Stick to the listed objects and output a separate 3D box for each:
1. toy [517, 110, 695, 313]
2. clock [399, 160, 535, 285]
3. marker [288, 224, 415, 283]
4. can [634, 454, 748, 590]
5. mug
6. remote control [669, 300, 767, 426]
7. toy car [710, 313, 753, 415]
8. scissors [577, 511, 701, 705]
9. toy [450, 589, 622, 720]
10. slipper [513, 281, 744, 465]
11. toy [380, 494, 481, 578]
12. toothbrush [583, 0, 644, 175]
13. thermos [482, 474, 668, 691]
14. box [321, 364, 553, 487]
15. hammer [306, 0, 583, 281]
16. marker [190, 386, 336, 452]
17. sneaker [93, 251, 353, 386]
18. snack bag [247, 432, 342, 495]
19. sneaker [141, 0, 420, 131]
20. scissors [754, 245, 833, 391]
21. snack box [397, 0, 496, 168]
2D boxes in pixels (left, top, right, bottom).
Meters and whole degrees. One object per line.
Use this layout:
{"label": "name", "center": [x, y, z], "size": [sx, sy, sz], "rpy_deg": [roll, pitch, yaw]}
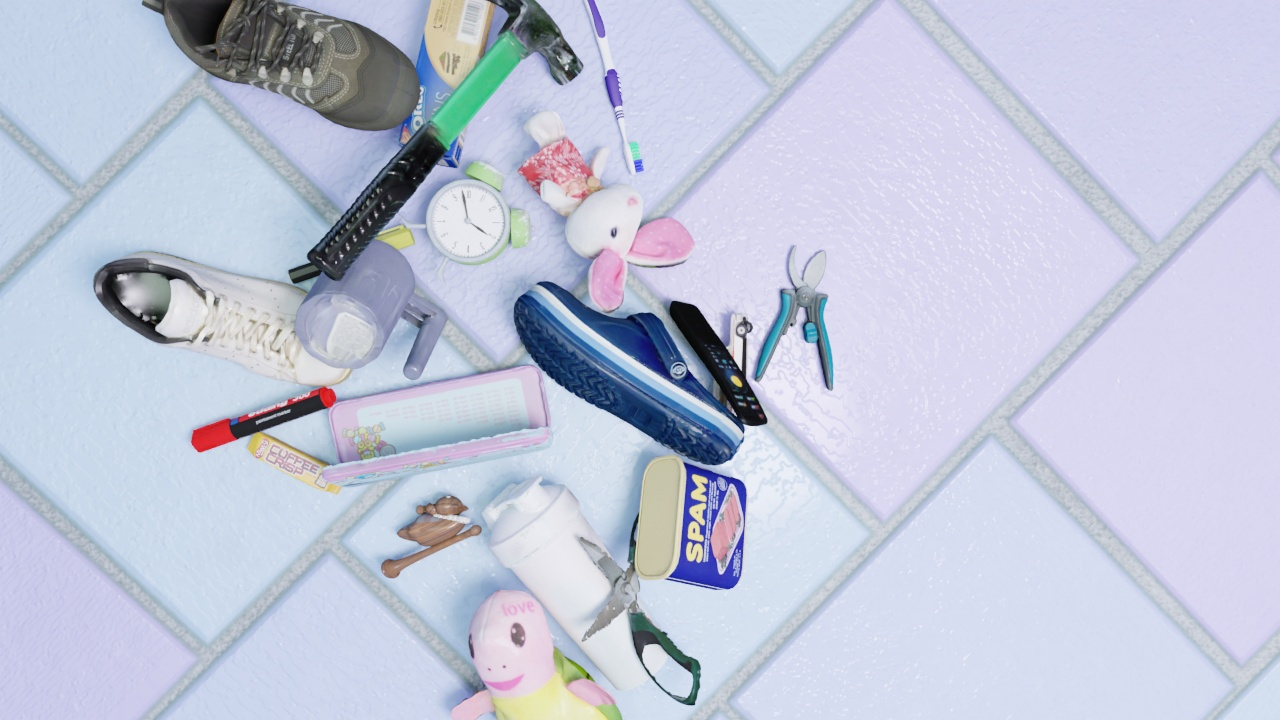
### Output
{"label": "toy", "center": [-0.044, -0.148, 0.871], "size": [0.158, 0.084, 0.194], "rpy_deg": [-34, 88, -43]}
{"label": "clock", "center": [-0.159, -0.137, 0.886], "size": [0.119, 0.042, 0.094], "rpy_deg": [-31, 95, -2]}
{"label": "marker", "center": [-0.281, -0.103, 0.891], "size": [0.124, 0.017, 0.021], "rpy_deg": [-19, 93, -1]}
{"label": "can", "center": [0.051, 0.158, 0.877], "size": [0.092, 0.057, 0.116], "rpy_deg": [21, 66, -35]}
{"label": "mug", "center": [-0.244, -0.042, 0.845], "size": [0.124, 0.103, 0.084], "rpy_deg": [34, 118, -18]}
{"label": "remote control", "center": [0.072, 0.002, 0.876], "size": [0.020, 0.041, 0.151], "rpy_deg": [-49, 55, 27]}
{"label": "toy car", "center": [0.090, 0.009, 0.914], "size": [0.039, 0.039, 0.113], "rpy_deg": [2, 92, 17]}
{"label": "scissors", "center": [0.021, 0.216, 0.884], "size": [0.202, 0.015, 0.201], "rpy_deg": [52, 53, -17]}
{"label": "toy", "center": [-0.091, 0.324, 0.875], "size": [0.191, 0.087, 0.238], "rpy_deg": [-19, 112, 32]}
{"label": "slipper", "center": [-0.005, 0.005, 0.880], "size": [0.253, 0.105, 0.095], "rpy_deg": [35, 70, -3]}
{"label": "toy", "center": [-0.208, 0.168, 0.897], "size": [0.102, 0.041, 0.054], "rpy_deg": [-25, 80, 4]}
{"label": "toothbrush", "center": [-0.027, -0.274, 0.902], "size": [0.016, 0.015, 0.186], "rpy_deg": [-15, 93, -8]}
{"label": "thermos", "center": [-0.064, 0.214, 0.887], "size": [0.099, 0.099, 0.220], "rpy_deg": [-36, 98, -2]}
{"label": "box", "center": [-0.192, 0.066, 0.868], "size": [0.214, 0.092, 0.089], "rpy_deg": [-11, 94, -3]}
{"label": "hammer", "center": [-0.181, -0.202, 0.817], "size": [0.318, 0.032, 0.130], "rpy_deg": [-55, 129, -15]}
{"label": "marker", "center": [-0.361, 0.055, 0.881], "size": [0.145, 0.021, 0.023], "rpy_deg": [-19, 71, 6]}
{"label": "sneaker", "center": [-0.383, -0.041, 0.844], "size": [0.241, 0.102, 0.089], "rpy_deg": [19, 91, -5]}
{"label": "snack bag", "center": [-0.336, 0.100, 0.896], "size": [0.099, 0.020, 0.026], "rpy_deg": [28, 89, -5]}
{"label": "sneaker", "center": [-0.317, -0.283, 0.799], "size": [0.238, 0.143, 0.101], "rpy_deg": [18, 91, 8]}
{"label": "scissors", "center": [0.157, -0.033, 0.924], "size": [0.124, 0.019, 0.156], "rpy_deg": [-27, 92, -4]}
{"label": "snack box", "center": [-0.179, -0.292, 0.870], "size": [0.057, 0.056, 0.207], "rpy_deg": [14, 91, -6]}
